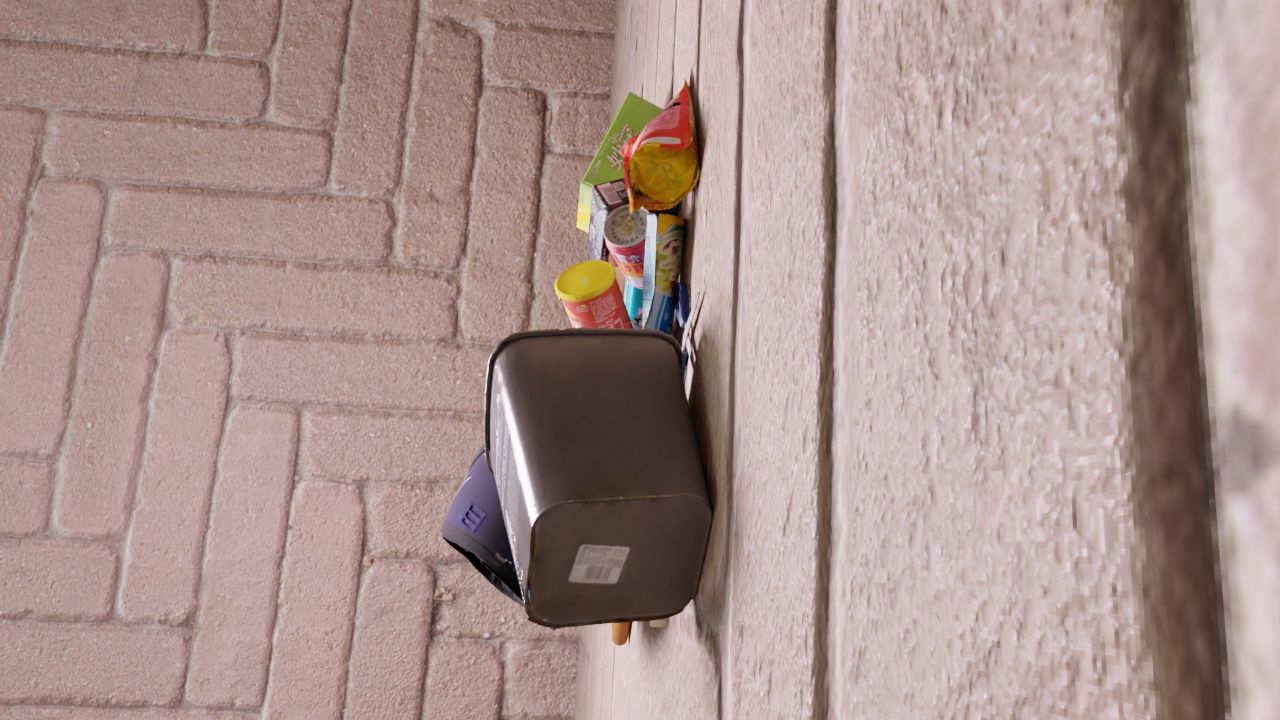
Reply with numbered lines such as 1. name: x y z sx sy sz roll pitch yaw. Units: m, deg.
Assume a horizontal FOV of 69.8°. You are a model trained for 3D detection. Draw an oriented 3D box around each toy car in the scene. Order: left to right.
1. toy car: 0.015 -0.044 1.148 0.034 0.043 0.090 52 -175 -19

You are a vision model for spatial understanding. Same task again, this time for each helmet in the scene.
1. helmet: -0.105 0.191 1.165 0.240 0.247 0.316 -48 0 -18

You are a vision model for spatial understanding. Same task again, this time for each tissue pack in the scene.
1. tissue pack: 0.005 -0.081 1.235 0.093 0.050 0.134 -95 10 -54

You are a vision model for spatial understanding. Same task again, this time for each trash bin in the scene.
1. trash bin: -0.041 0.109 0.850 0.219 0.198 0.199 -107 20 -53

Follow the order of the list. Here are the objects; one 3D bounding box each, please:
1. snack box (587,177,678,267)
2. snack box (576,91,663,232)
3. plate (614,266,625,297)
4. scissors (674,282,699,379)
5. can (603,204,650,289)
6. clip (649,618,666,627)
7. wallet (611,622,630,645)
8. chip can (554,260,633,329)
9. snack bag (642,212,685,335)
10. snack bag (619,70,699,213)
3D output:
1. snack box: -0.002 -0.181 1.152 0.053 0.125 0.113 60 157 31
2. snack box: -0.029 -0.281 1.375 0.157 0.070 0.210 -64 0 -11
3. plate: -0.026 -0.116 1.503 0.229 0.028 0.229 14 -93 -86
4. scissors: 0.046 -0.022 0.959 0.175 0.012 0.163 -95 11 -54
5. can: -0.002 -0.136 1.098 0.094 0.067 0.066 56 -149 -58
6. clip: 0.016 0.232 0.979 0.070 0.034 0.100 -98 9 -63
7. wallet: -0.027 0.345 1.386 0.107 0.031 0.132 -97 13 -56
8. chip can: -0.034 -0.014 1.102 0.073 0.073 0.217 -93 -14 -53
9. snack bag: 0.022 -0.069 1.041 0.110 0.039 0.191 -29 -55 -79
10. snack bag: 0.020 -0.248 1.050 0.129 0.073 0.207 -49 21 25
